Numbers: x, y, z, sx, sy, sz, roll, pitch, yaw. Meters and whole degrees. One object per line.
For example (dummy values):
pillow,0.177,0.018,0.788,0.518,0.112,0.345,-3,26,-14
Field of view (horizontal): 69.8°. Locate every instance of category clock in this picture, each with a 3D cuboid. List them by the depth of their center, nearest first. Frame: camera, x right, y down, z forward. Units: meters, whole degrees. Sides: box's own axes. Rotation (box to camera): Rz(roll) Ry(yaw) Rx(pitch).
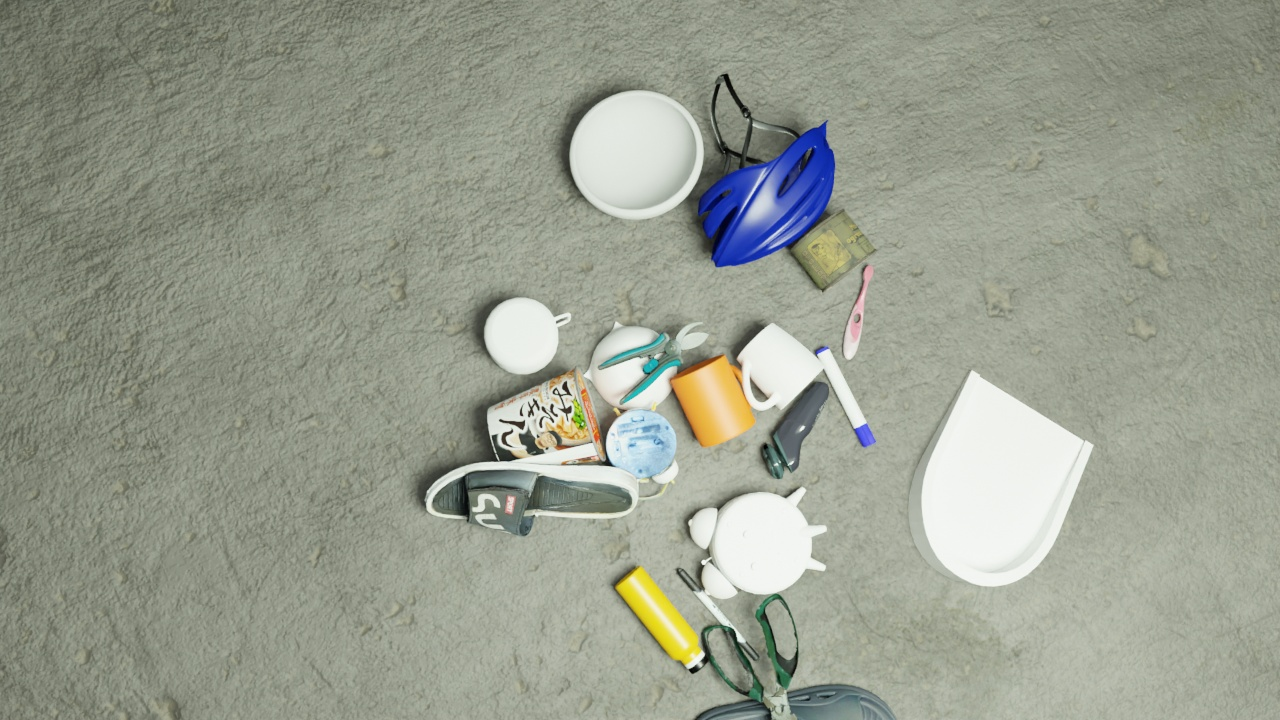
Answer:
clock,0.149,0.231,1.159,0.161,0.073,0.125,-12,82,-6
clock,0.002,0.119,1.173,0.089,0.052,0.125,-7,96,-3

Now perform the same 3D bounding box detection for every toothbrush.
toothbrush,0.297,-0.065,1.249,0.021,0.016,0.135,15,82,-1

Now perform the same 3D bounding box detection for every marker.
marker,0.099,0.323,1.172,0.011,0.011,0.152,-41,86,-9
marker,0.274,0.048,1.225,0.020,0.020,0.141,-25,83,-8

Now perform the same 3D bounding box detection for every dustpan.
dustpan,0.465,0.168,1.202,0.191,0.053,0.257,32,80,1

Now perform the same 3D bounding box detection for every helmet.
helmet,0.139,-0.252,1.197,0.241,0.148,0.227,-42,90,-10

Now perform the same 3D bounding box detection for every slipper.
slipper,0.194,0.463,1.121,0.268,0.083,0.110,-4,79,-3
slipper,-0.133,0.177,1.128,0.263,0.111,0.063,0,47,-8

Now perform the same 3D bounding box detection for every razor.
razor,0.208,0.090,1.204,0.052,0.047,0.142,30,76,26

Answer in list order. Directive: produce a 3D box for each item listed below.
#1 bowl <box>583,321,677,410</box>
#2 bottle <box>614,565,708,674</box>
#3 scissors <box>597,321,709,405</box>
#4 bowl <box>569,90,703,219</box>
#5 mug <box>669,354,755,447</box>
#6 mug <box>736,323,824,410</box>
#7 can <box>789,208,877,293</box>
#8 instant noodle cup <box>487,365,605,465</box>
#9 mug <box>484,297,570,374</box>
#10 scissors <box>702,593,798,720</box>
bowl,-0.007,0.007,1.196,0.114,0.051,0.114,1,81,-4
bottle,0.029,0.327,1.150,0.043,0.043,0.143,-39,85,-9
scissors,0.014,0.000,1.162,0.126,0.019,0.154,18,78,-3
bowl,-0.003,-0.266,1.228,0.177,0.066,0.176,-1,79,5
mug,0.104,0.045,1.186,0.112,0.078,0.096,-29,95,-42
mug,0.169,0.014,1.187,0.087,0.081,0.114,45,60,10
can,0.256,-0.146,1.220,0.089,0.090,0.074,-36,85,-9
instant noodle cup,-0.120,0.083,1.148,0.122,0.123,0.123,-16,82,2
mug,-0.143,-0.035,1.184,0.115,0.068,0.094,-23,83,-8
scissors,0.140,0.400,1.117,0.137,0.015,0.209,-19,66,23
